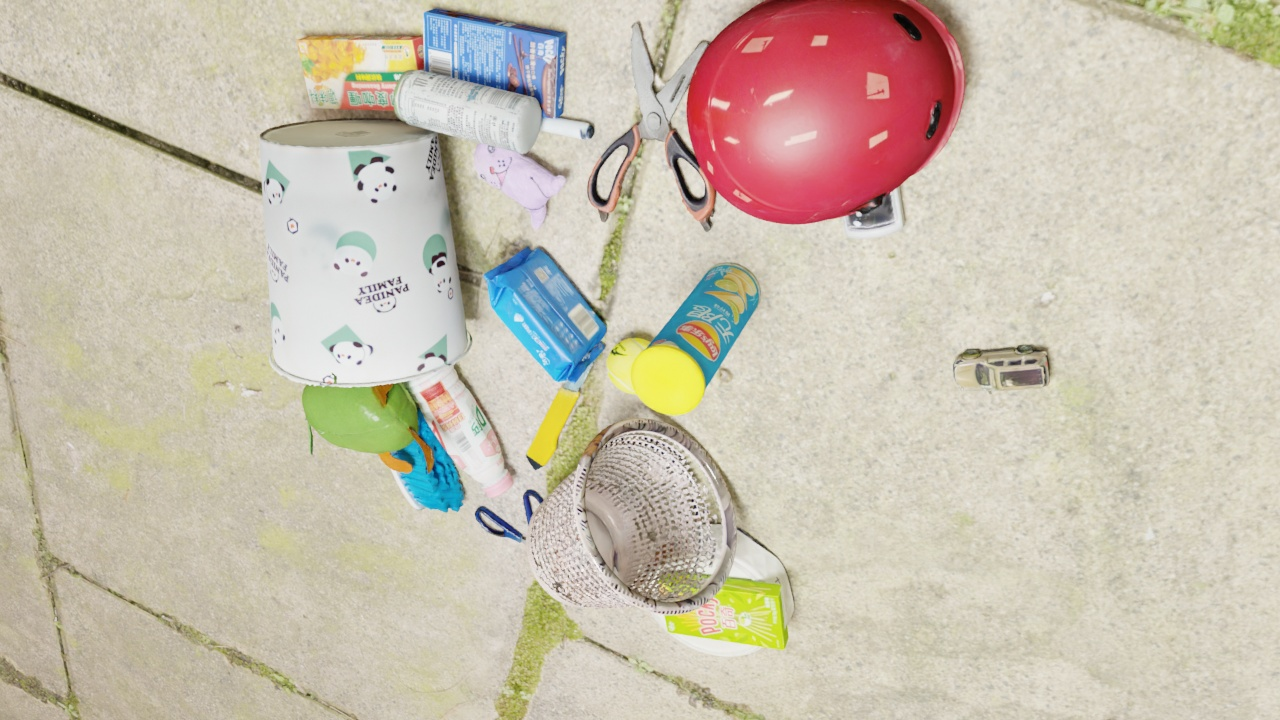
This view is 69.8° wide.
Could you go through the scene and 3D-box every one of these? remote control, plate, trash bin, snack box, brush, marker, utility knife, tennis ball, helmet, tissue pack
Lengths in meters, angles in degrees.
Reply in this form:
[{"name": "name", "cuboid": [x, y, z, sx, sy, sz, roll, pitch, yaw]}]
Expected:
[{"name": "remote control", "cuboid": [0.213, -0.189, 0.875, 0.058, 0.021, 0.150, -5, 114, 26]}, {"name": "plate", "cuboid": [0.093, 0.304, 1.189, 0.205, 0.045, 0.205, 11, 122, 18]}, {"name": "trash bin", "cuboid": [-0.030, 0.206, 1.101, 0.227, 0.226, 0.193, 49, 137, -7]}, {"name": "snack box", "cuboid": [-0.154, -0.311, 0.962, 0.157, 0.026, 0.085, 16, 124, 15]}, {"name": "brush", "cuboid": [-0.342, 0.074, 1.248, 0.110, 0.060, 0.315, -7, 112, 30]}, {"name": "snack box", "cuboid": [0.103, 0.311, 1.145, 0.157, 0.026, 0.086, 2, 117, 23]}, {"name": "marker", "cuboid": [-0.112, -0.255, 0.980, 0.131, 0.022, 0.018, 15, 93, 17]}, {"name": "utility knife", "cuboid": [-0.099, 0.065, 1.155, 0.033, 0.015, 0.220, 33, 127, 4]}, {"name": "snack box", "cuboid": [-0.306, -0.321, 1.024, 0.156, 0.026, 0.077, 7, 121, 20]}, {"name": "tennis ball", "cuboid": [-0.006, 0.006, 1.053, 0.065, 0.065, 0.066, 11, 121, 18]}, {"name": "helmet", "cuboid": [0.144, -0.214, 0.797, 0.241, 0.143, 0.207, -9, 107, 37]}, {"name": "trash bin", "cuboid": [-0.311, -0.129, 1.023, 0.230, 0.228, 0.252, 9, 116, 19]}, {"name": "tissue pack", "cuboid": [-0.108, -0.052, 1.047, 0.052, 0.094, 0.157, -32, 101, 39]}]

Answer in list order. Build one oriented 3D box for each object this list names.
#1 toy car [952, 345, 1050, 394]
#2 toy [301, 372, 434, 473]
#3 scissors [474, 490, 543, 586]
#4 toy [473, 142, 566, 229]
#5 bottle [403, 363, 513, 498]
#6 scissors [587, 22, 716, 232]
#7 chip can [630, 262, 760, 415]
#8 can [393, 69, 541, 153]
[{"name": "toy car", "cuboid": [0.359, 0.011, 0.916, 0.091, 0.035, 0.042, -4, 114, 28]}, {"name": "toy", "cuboid": [-0.349, 0.063, 1.156, 0.247, 0.089, 0.227, 0, 125, 41]}, {"name": "scissors", "cuboid": [-0.158, 0.247, 1.286, 0.176, 0.012, 0.163, 24, 124, 9]}, {"name": "toy", "cuboid": [-0.138, -0.202, 1.010, 0.108, 0.038, 0.084, 35, 134, 0]}, {"name": "bottle", "cuboid": [-0.231, 0.090, 1.198, 0.068, 0.068, 0.197, -19, 110, 31]}, {"name": "scissors", "cuboid": [0.012, -0.228, 0.946, 0.189, 0.015, 0.226, -14, 110, 29]}, {"name": "chip can", "cuboid": [0.060, -0.028, 0.916, 0.071, 0.209, 0.071, 11, 121, 18]}, {"name": "can", "cuboid": [-0.179, -0.259, 0.952, 0.147, 0.058, 0.058, 17, 123, 14]}]
